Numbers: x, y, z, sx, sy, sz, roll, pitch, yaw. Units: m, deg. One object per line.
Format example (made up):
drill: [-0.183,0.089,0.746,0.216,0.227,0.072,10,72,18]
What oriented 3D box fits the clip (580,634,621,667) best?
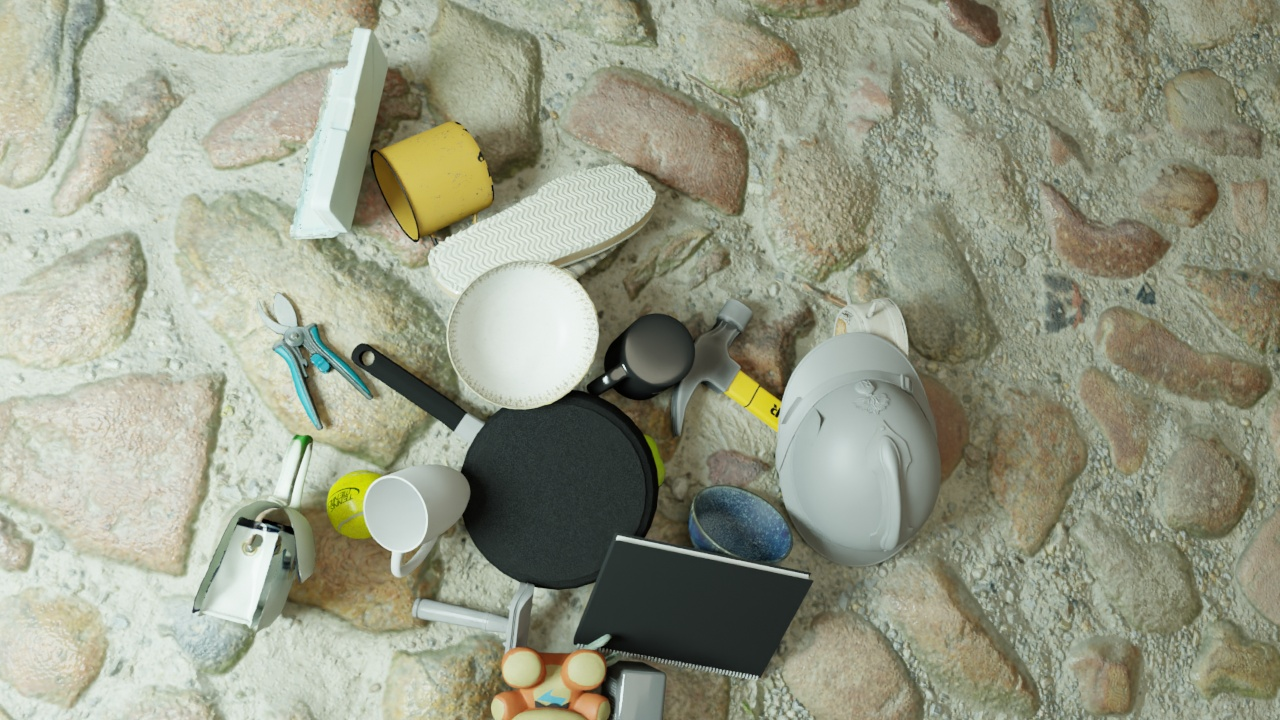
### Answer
clip: [-0.056,0.303,0.921,0.076,0.023,0.042,-30,88,11]

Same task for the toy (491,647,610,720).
toy: [-0.087,0.352,0.880,0.112,0.096,0.176,2,111,-6]

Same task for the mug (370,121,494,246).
mug: [-0.210,-0.178,0.959,0.094,0.101,0.124,-29,109,-21]

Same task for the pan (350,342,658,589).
pan: [-0.145,0.088,0.927,0.355,0.044,0.204,34,89,0]

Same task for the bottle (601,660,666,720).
bottle: [-0.014,0.389,0.899,0.046,0.084,0.173,8,78,-14]

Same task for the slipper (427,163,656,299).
slipper: [-0.100,-0.133,0.981,0.272,0.054,0.114,-31,60,-29]

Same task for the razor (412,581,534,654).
razor: [-0.167,0.254,0.902,0.116,0.047,0.088,10,109,4]

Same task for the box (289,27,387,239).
box: [-0.309,-0.226,0.927,0.074,0.126,0.197,24,69,-46]

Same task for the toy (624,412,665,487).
toy: [-0.031,0.099,0.976,0.092,0.043,0.118,-35,86,-15]

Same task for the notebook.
notebook: [0.051,0.254,0.930,0.206,0.016,0.149,14,118,-12]

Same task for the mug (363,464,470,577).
mug: [-0.207,0.150,0.870,0.071,0.089,0.107,17,103,20]

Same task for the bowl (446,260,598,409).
bowl: [-0.119,-0.028,0.904,0.145,0.063,0.145,-2,97,-17]

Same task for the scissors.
scissors: [-0.332,0.004,0.926,0.155,0.019,0.124,17,73,-9]

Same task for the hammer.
hammer: [0.179,0.085,1.044,0.324,0.034,0.169,36,73,-7]

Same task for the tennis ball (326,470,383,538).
tennis ball: [-0.270,0.140,0.890,0.065,0.065,0.065,3,78,-15]

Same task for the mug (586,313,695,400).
mug: [-0.006,0.006,0.977,0.113,0.088,0.078,-30,88,-19]

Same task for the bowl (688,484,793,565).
bowl: [0.098,0.192,0.973,0.114,0.114,0.061,17,119,-10]

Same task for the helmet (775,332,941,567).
helmet: [0.247,0.112,0.964,0.183,0.117,0.271,-9,103,-5]

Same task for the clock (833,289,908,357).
clock: [0.257,0.002,1.053,0.061,0.103,0.157,-5,105,-9]

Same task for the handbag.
handbag: [-0.324,0.153,0.828,0.074,0.151,0.175,20,73,-11]
